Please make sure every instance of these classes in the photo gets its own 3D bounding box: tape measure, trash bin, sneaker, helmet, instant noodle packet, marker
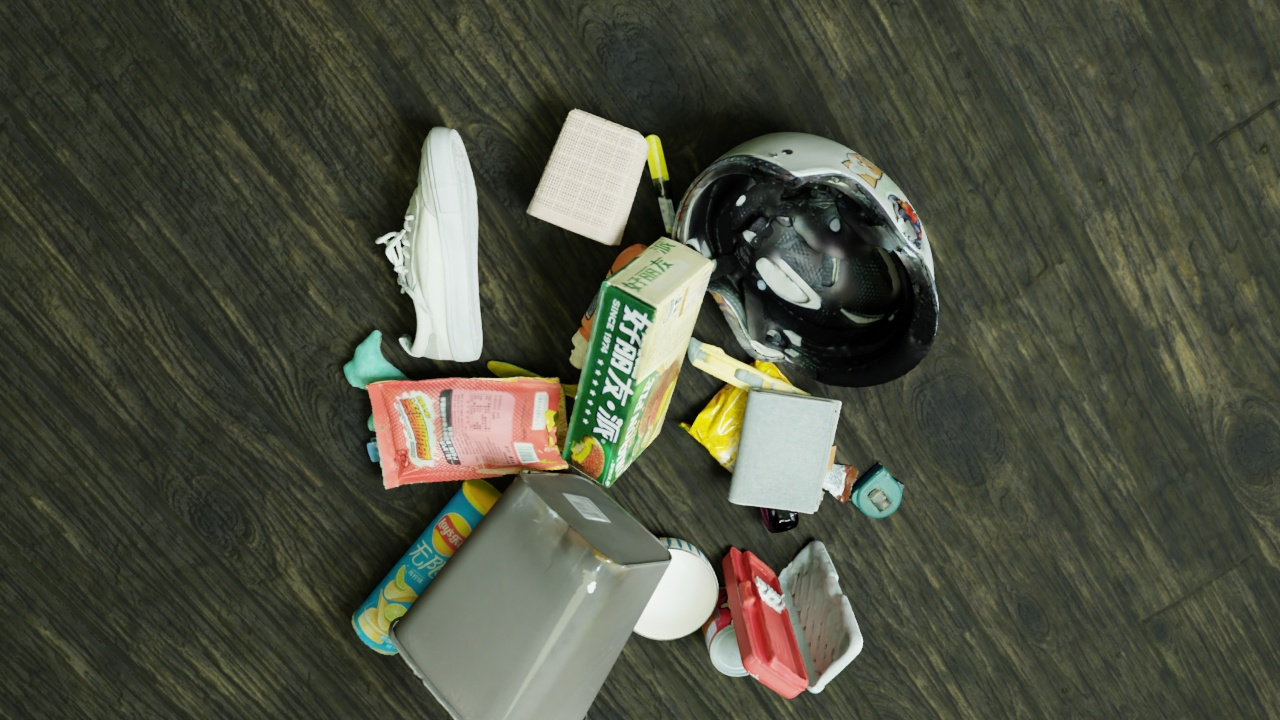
[{"bbox_3d":[0.158,0.166,1.041,0.039,0.058,0.057,-13,76,-3],"label":"tape measure"},{"bbox_3d":[0.275,0.155,1.063,0.054,0.025,0.058,43,99,-12],"label":"tape measure"},{"bbox_3d":[-0.104,0.247,0.954,0.199,0.198,0.220,37,100,27],"label":"trash bin"},{"bbox_3d":[-0.215,-0.115,0.934,0.091,0.089,0.242,0,111,0],"label":"sneaker"},{"bbox_3d":[0.174,-0.116,0.909,0.274,0.156,0.231,36,139,-6],"label":"helmet"},{"bbox_3d":[0.123,0.070,1.022,0.128,0.044,0.111,-43,97,4],"label":"instant noodle packet"},{"bbox_3d":[0.025,-0.176,0.967,0.018,0.015,0.124,-13,108,4],"label":"marker"}]

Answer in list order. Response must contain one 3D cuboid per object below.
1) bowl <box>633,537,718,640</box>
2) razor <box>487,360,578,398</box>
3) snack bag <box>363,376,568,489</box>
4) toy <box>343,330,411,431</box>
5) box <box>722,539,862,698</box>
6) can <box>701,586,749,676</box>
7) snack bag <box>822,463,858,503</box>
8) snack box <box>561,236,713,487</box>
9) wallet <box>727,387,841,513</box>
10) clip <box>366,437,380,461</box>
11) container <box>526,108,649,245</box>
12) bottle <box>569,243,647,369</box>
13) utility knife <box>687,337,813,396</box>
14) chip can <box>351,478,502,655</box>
[{"bbox_3d":[0.027,0.253,1.051,0.116,0.066,0.116,-1,106,-4],"label":"bowl"},{"bbox_3d":[-0.104,0.023,1.005,0.132,0.028,0.043,17,106,-6],"label":"razor"},{"bbox_3d":[-0.183,0.073,0.977,0.208,0.073,0.129,-4,112,4],"label":"snack bag"},{"bbox_3d":[-0.280,0.028,0.992,0.092,0.030,0.096,39,102,-10],"label":"toy"},{"bbox_3d":[0.158,0.258,0.989,0.094,0.200,0.100,37,105,-15],"label":"box"},{"bbox_3d":[0.105,0.309,1.056,0.066,0.093,0.066,-1,104,-4],"label":"can"},{"bbox_3d":[0.199,0.125,1.048,0.105,0.026,0.045,24,69,-8],"label":"snack bag"},{"bbox_3d":[-0.005,0.005,0.910,0.063,0.114,0.241,30,132,16],"label":"snack box"},{"bbox_3d":[0.157,0.097,0.990,0.106,0.037,0.130,8,106,-2],"label":"wallet"},{"bbox_3d":[-0.272,0.094,1.016,0.058,0.037,0.026,-12,103,2],"label":"clip"},{"bbox_3d":[-0.048,-0.183,0.918,0.090,0.090,0.111,21,99,4],"label":"container"},{"bbox_3d":[-0.027,-0.051,0.975,0.066,0.066,0.150,35,107,-12],"label":"bottle"},{"bbox_3d":[0.130,0.023,0.988,0.182,0.019,0.031,23,103,-10],"label":"utility knife"},{"bbox_3d":[-0.232,0.230,1.025,0.071,0.071,0.210,39,99,-12],"label":"chip can"}]
